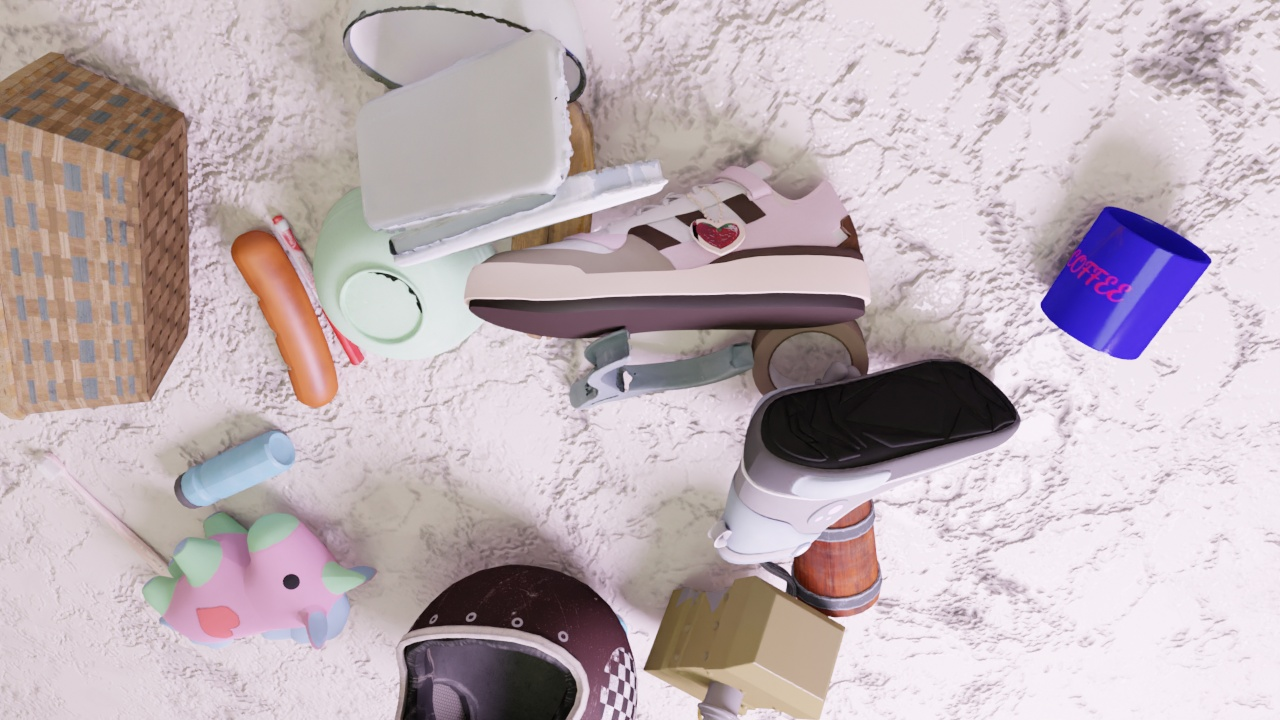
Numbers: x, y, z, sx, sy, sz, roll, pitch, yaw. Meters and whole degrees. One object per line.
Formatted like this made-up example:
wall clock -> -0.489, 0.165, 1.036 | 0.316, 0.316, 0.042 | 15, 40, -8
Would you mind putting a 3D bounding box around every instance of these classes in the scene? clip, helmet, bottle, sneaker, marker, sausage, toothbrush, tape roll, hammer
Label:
clip -> -0.007, 0.003, 0.716 | 0.169, 0.031, 0.164 | -15, 162, 19
helmet -> -0.126, 0.316, 0.841 | 0.234, 0.252, 0.234 | -12, 143, 29
bottle -> -0.386, 0.106, 0.862 | 0.130, 0.040, 0.040 | -23, 116, 18
sneaker -> 0.020, -0.085, 0.662 | 0.293, 0.112, 0.116 | -3, 81, -5
sneaker -> 0.176, 0.089, 0.734 | 0.256, 0.093, 0.161 | -8, 138, -30
marker -> -0.270, -0.057, 0.770 | 0.013, 0.012, 0.142 | -14, 118, 13
sausage -> -0.294, -0.032, 0.771 | 0.044, 0.039, 0.164 | 2, 123, 24
toothbrush -> -0.535, 0.163, 0.923 | 0.016, 0.018, 0.181 | -24, 117, 19
tape roll -> 0.138, -0.002, 0.754 | 0.094, 0.030, 0.094 | 2, 121, 4
hammer -> 0.048, 0.364, 0.792 | 0.100, 0.324, 0.191 | 32, 152, -14

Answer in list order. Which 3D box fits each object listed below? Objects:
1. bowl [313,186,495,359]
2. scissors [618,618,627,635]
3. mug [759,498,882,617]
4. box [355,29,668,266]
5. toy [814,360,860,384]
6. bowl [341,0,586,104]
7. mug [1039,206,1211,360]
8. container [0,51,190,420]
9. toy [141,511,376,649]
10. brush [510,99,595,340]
bowl -> -0.192, -0.059, 0.724 | 0.151, 0.076, 0.151 | 2, 122, 4
scissors -> -0.048, 0.319, 0.976 | 0.055, 0.015, 0.137 | 10, 118, -3
mug -> 0.156, 0.165, 0.821 | 0.117, 0.081, 0.111 | -13, 117, -8
box -> -0.085, -0.125, 0.602 | 0.211, 0.105, 0.130 | 0, 98, 41
toy -> 0.133, 0.044, 0.745 | 0.049, 0.030, 0.112 | 17, 123, -39
bowl -> -0.107, -0.219, 0.587 | 0.153, 0.153, 0.073 | 4, 84, 2
mug -> 0.367, -0.056, 0.681 | 0.111, 0.079, 0.084 | 3, 126, -30
container -> -0.455, -0.091, 0.687 | 0.186, 0.157, 0.250 | 8, 122, -13
toy -> -0.380, 0.232, 0.904 | 0.171, 0.119, 0.223 | 43, 115, -8
brush -> -0.066, -0.106, 0.703 | 0.059, 0.043, 0.196 | 10, 120, 0
